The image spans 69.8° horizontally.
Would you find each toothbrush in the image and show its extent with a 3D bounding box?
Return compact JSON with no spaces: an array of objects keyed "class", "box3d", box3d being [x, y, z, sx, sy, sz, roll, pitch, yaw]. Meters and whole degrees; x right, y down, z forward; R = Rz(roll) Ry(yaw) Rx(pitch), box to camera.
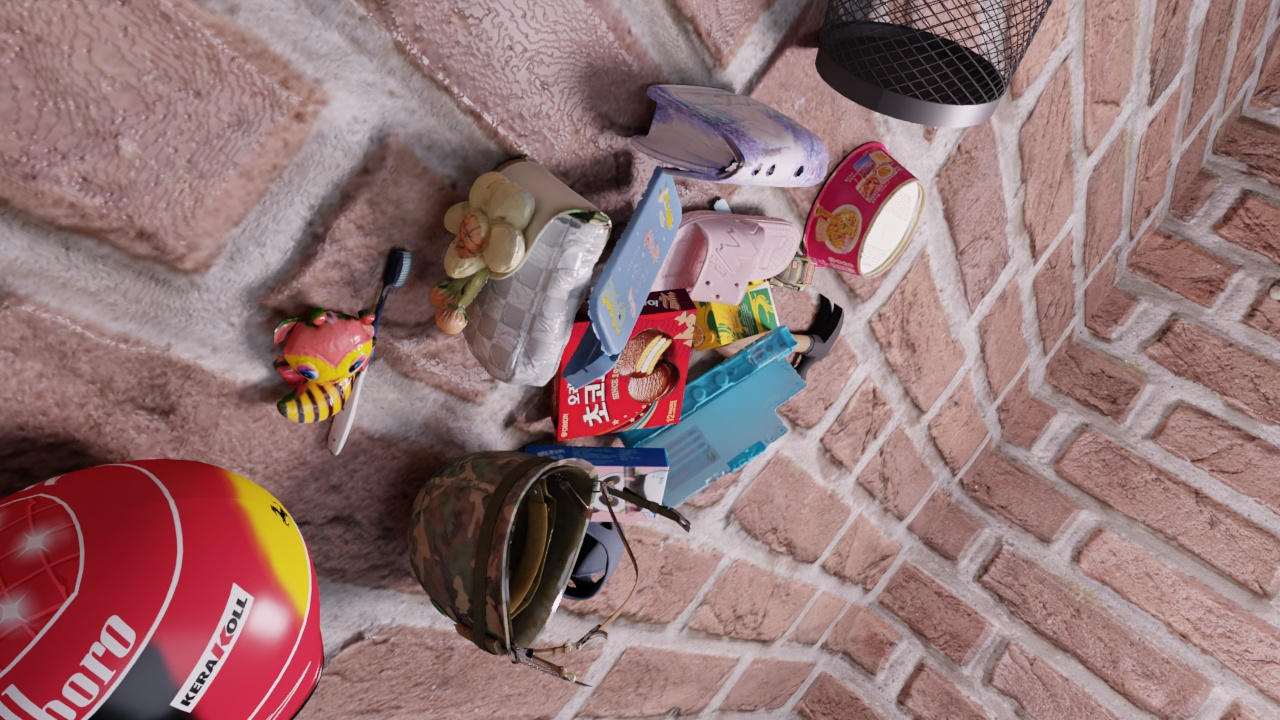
[{"class":"toothbrush","box3d":[-0.217,-0.003,0.732,0.017,0.016,0.189,-13,131,-61]}]

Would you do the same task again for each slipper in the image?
[{"class":"slipper","box3d":[0.100,-0.108,0.988,0.238,0.064,0.094,-11,132,-41]},{"class":"slipper","box3d":[-0.078,0.235,1.093,0.101,0.082,0.263,-59,148,5]}]

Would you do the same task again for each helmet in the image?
[{"class":"helmet","box3d":[-0.341,0.182,0.576,0.271,0.197,0.225,-41,148,-5]},{"class":"helmet","box3d":[-0.097,0.185,0.866,0.192,0.237,0.224,-62,147,-35]}]

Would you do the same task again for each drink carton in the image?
[{"class":"drink carton","box3d":[0.105,-0.052,1.063,0.122,0.041,0.058,-16,92,-46]}]

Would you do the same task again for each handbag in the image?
[{"class":"handbag","box3d":[0.084,-0.194,0.836,0.158,0.126,0.069,-13,133,-49]},{"class":"handbag","box3d":[-0.105,-0.064,0.733,0.123,0.112,0.172,-3,124,-41]}]

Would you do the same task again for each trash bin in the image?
[{"class":"trash bin","box3d":[0.287,-0.368,0.862,0.217,0.218,0.228,-27,144,-36]}]

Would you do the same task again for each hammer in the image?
[{"class":"hammer","box3d":[0.176,-0.031,1.214,0.304,0.040,0.132,3,121,-54]}]

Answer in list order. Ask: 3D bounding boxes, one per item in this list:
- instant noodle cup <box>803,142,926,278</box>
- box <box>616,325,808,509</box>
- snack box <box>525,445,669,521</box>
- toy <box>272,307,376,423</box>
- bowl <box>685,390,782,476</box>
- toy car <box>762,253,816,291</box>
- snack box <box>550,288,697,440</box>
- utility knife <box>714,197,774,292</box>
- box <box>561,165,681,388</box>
[{"class":"instant noodle cup","box3d":[0.296,-0.182,1.181,0.178,0.078,0.179,-33,144,-29]},{"class":"box","box3d":[0.096,0.070,1.057,0.226,0.117,0.097,-32,175,-6]},{"class":"snack box","box3d":[-0.051,0.134,0.994,0.154,0.033,0.088,2,127,-10]},{"class":"toy","box3d":[-0.234,0.000,0.683,0.084,0.046,0.104,-15,136,-55]},{"class":"bowl","box3d":[0.111,0.068,1.186,0.153,0.073,0.154,-33,144,-29]},{"class":"toy car","box3d":[0.191,-0.109,1.131,0.111,0.047,0.047,0,105,-57]},{"class":"snack box","box3d":[-0.020,0.005,0.928,0.132,0.035,0.152,-7,132,-16]},{"class":"utility knife","box3d":[0.120,-0.125,1.066,0.030,0.019,0.227,-58,147,-9]},{"class":"box","box3d":[-0.007,-0.073,0.811,0.122,0.047,0.208,113,0,-49]}]
